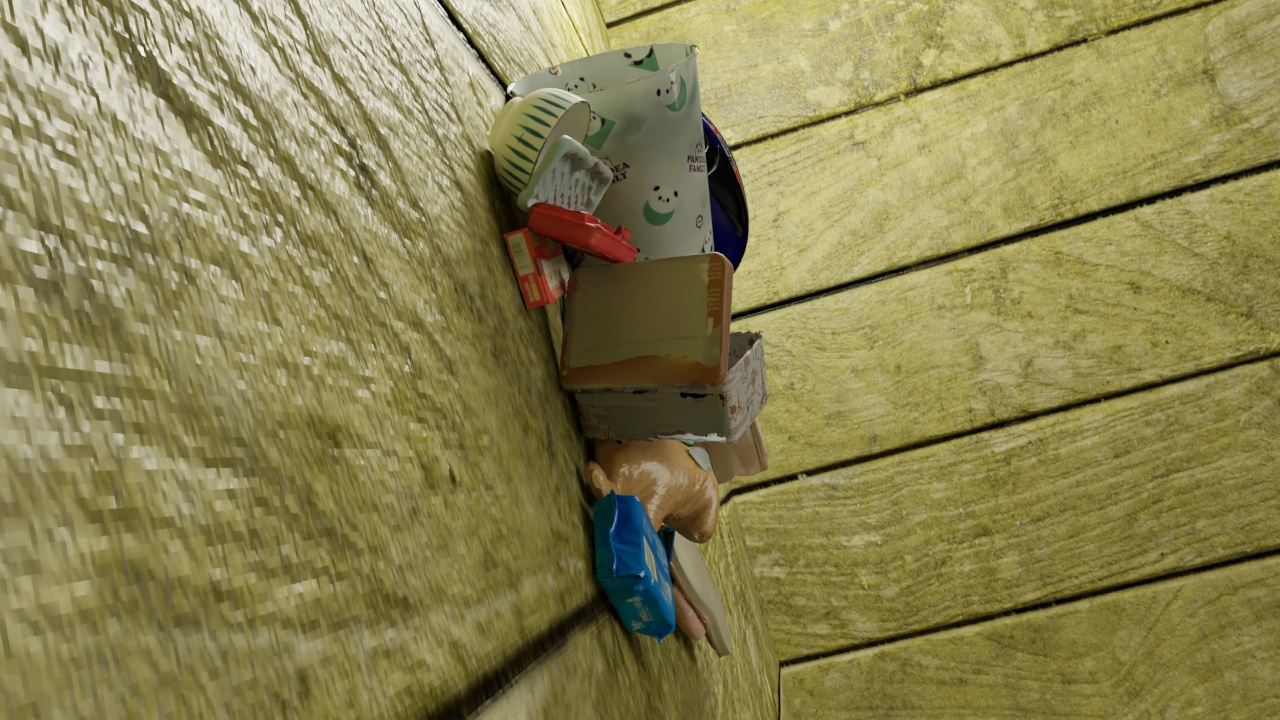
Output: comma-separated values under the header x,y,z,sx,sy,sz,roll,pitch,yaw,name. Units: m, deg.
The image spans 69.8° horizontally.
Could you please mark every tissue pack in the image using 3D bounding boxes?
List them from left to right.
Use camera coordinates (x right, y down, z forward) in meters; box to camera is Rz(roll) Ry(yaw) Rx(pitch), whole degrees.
x,y,z,sx,sy,sz,roll,pitch,yaw,name
-0.007,0.203,0.890,0.157,0.052,0.094,67,12,-45,tissue pack

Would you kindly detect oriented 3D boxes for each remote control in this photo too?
x,y,z,sx,sy,sz,roll,pitch,yaw,name
0.013,0.210,1.027,0.124,0.024,0.049,13,86,-69,remote control

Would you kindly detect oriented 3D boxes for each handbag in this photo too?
x,y,z,sx,sy,sz,roll,pitch,yaw,name
0.120,0.082,1.356,0.234,0.093,0.193,49,27,-83,handbag

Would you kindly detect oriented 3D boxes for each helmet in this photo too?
x,y,z,sx,sy,sz,roll,pitch,yaw,name
0.026,-0.235,1.372,0.239,0.248,0.315,-36,106,-58,helmet

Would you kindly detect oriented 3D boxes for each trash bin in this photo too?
x,y,z,sx,sy,sz,roll,pitch,yaw,name
-0.020,-0.235,1.128,0.229,0.229,0.252,-92,171,-62,trash bin

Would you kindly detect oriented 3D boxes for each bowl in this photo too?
x,y,z,sx,sy,sz,roll,pitch,yaw,name
-0.106,-0.215,0.898,0.066,0.116,0.116,30,4,6,bowl

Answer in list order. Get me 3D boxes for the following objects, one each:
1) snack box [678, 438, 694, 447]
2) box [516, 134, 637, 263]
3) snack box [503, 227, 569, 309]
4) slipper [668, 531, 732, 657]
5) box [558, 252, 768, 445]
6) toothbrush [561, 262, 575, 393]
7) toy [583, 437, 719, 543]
x,y,z,sx,sy,sz,roll,pitch,yaw,name
0.054,0.157,1.311,0.174,0.052,0.074,4,101,-78,snack box
-0.051,-0.159,0.919,0.201,0.095,0.101,-7,115,-80,box
-0.100,-0.098,0.929,0.152,0.025,0.075,-68,142,-79,snack box
0.064,0.307,1.211,0.114,0.054,0.274,-98,167,-46,slipper
0.018,-0.021,0.930,0.154,0.183,0.185,-38,125,-60,box
-0.076,-0.039,1.017,0.016,0.018,0.191,65,11,-53,toothbrush
-0.001,0.124,0.986,0.225,0.083,0.143,20,32,-47,toy
